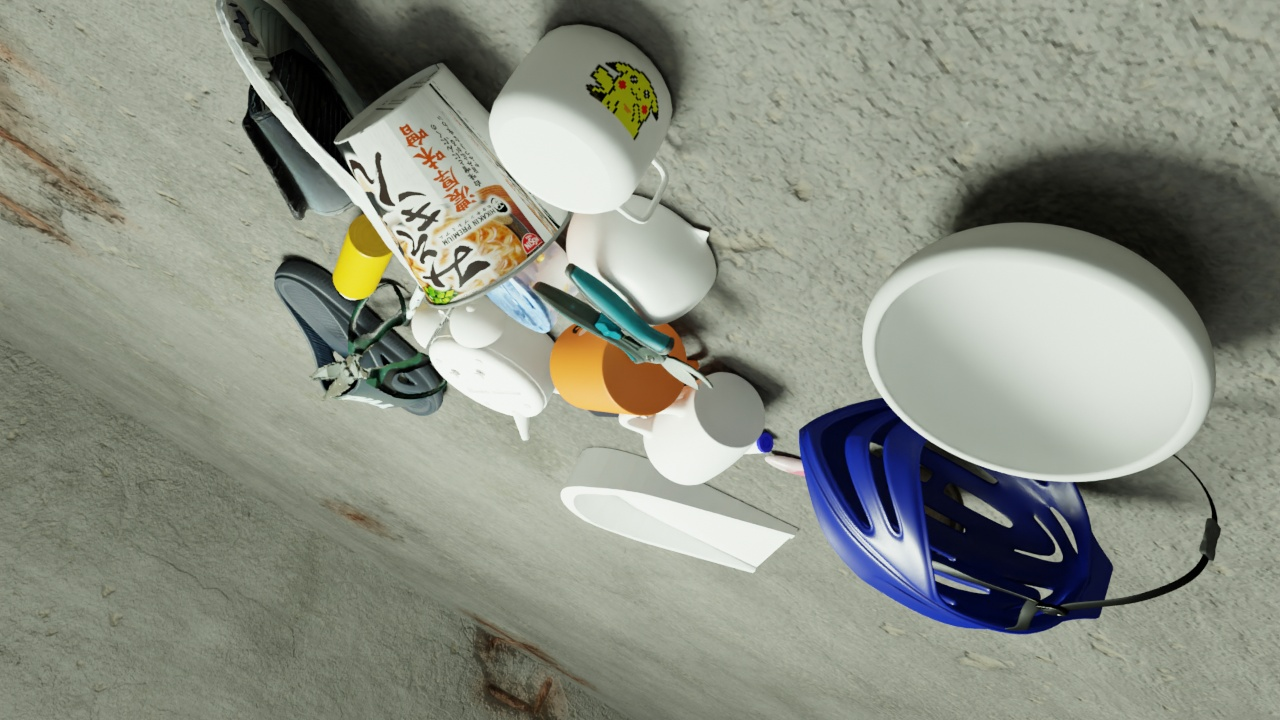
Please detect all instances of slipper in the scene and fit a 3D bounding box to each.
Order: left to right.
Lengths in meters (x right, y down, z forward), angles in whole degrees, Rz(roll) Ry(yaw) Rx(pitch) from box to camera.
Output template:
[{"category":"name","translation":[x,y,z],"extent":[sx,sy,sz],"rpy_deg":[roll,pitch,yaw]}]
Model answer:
[{"category":"slipper","translation":[-0.216,-0.139,0.652],"extent":[0.063,0.111,0.264],"rpy_deg":[-22,140,14]},{"category":"slipper","translation":[-0.326,-0.001,1.049],"extent":[0.111,0.083,0.268],"rpy_deg":[5,145,35]}]

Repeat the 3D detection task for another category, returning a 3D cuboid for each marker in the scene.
[{"category":"marker","translation":[-0.224,-0.061,0.918],"extent":[0.011,0.011,0.152],"rpy_deg":[32,154,-11]},{"category":"marker","translation":[0.072,0.085,0.893],"extent":[0.020,0.020,0.142],"rpy_deg":[40,151,-25]}]

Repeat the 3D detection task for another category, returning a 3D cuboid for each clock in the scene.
[{"category":"clock","translation":[-0.144,0.005,0.892],"extent":[0.126,0.072,0.161],"rpy_deg":[0,143,43]},{"category":"clock","translation":[-0.101,-0.071,0.727],"extent":[0.125,0.051,0.089],"rpy_deg":[21,155,46]}]

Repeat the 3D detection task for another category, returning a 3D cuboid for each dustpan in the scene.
[{"category":"dustpan","translation":[0.033,0.191,1.090],"extent":[0.258,0.053,0.192],"rpy_deg":[25,154,4]}]

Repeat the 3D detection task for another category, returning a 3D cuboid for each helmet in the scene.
[{"category":"helmet","translation":[0.237,0.096,0.607],"extent":[0.241,0.147,0.228],"rpy_deg":[32,159,-10]}]

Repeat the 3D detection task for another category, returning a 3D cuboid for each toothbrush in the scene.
[{"category":"toothbrush","translation":[0.180,0.111,0.849],"extent":[0.135,0.016,0.022],"rpy_deg":[20,153,20]}]

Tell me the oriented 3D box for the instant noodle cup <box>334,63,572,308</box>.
[{"category":"instant noodle cup","translation":[-0.129,-0.121,0.611],"extent":[0.124,0.123,0.122],"rpy_deg":[-2,133,45]}]

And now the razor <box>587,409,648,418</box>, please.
[{"category":"razor","translation":[0.007,0.046,0.864],"extent":[0.143,0.047,0.052],"rpy_deg":[25,130,0]}]

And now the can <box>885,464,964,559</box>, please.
[{"category":"can","translation":[0.210,0.127,0.761],"extent":[0.090,0.089,0.075],"rpy_deg":[35,154,-15]}]

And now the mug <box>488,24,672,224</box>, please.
[{"category":"mug","translation":[-0.028,-0.131,0.537],"extent":[0.115,0.068,0.094],"rpy_deg":[41,151,-27]}]

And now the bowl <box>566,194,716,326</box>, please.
[{"category":"bowl","translation":[-0.007,-0.063,0.662],"extent":[0.115,0.050,0.115],"rpy_deg":[22,154,11]}]

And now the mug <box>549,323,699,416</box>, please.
[{"category":"mug","translation":[-0.005,0.004,0.758],"extent":[0.112,0.077,0.096],"rpy_deg":[2,180,-30]}]

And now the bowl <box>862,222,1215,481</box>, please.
[{"category":"bowl","translation":[0.219,-0.013,0.511],"extent":[0.177,0.066,0.177],"rpy_deg":[22,144,16]}]

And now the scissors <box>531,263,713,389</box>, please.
[{"category":"scissors","translation":[-0.014,-0.024,0.659],"extent":[0.155,0.019,0.126],"rpy_deg":[17,154,17]}]

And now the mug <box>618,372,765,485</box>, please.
[{"category":"mug","translation":[0.041,0.053,0.785],"extent":[0.114,0.080,0.088],"rpy_deg":[14,153,-19]}]

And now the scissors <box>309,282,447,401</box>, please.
[{"category":"scissors","translation":[-0.299,-0.016,0.972],"extent":[0.210,0.015,0.137],"rpy_deg":[-8,108,31]}]

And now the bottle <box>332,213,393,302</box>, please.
[{"category":"bottle","translation":[-0.262,-0.091,0.863],"extent":[0.043,0.043,0.144],"rpy_deg":[34,154,-13]}]
